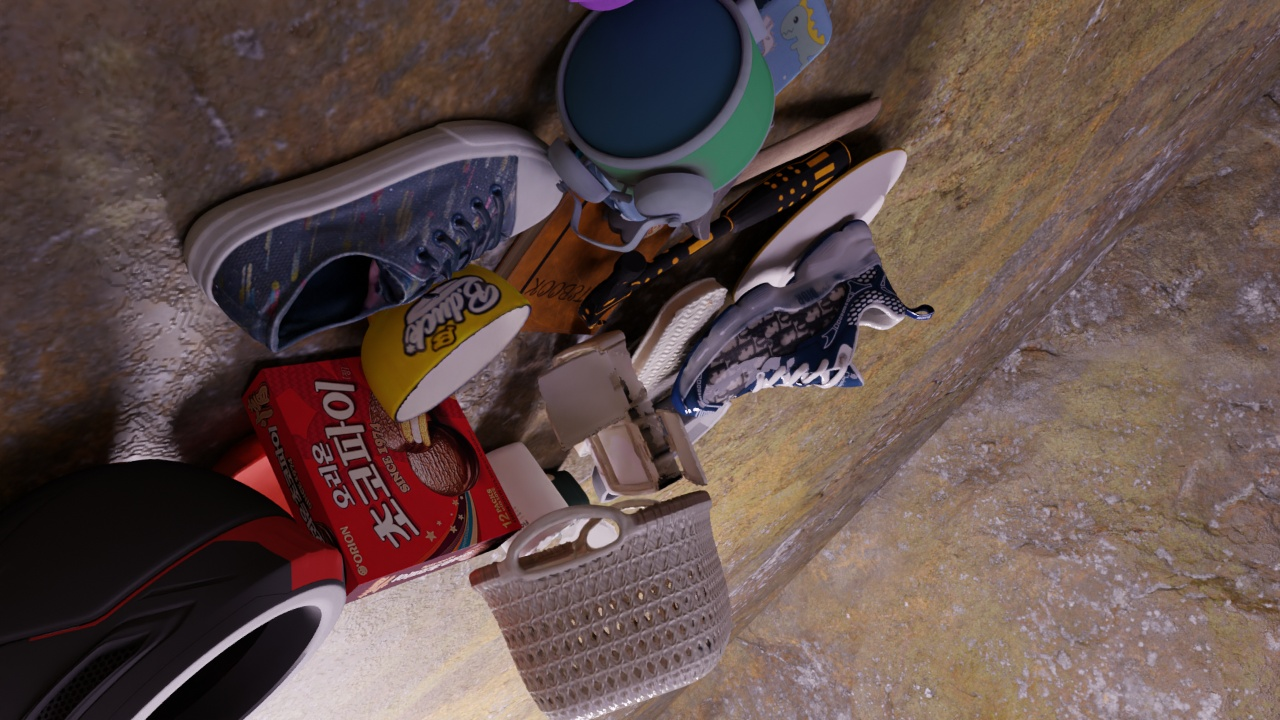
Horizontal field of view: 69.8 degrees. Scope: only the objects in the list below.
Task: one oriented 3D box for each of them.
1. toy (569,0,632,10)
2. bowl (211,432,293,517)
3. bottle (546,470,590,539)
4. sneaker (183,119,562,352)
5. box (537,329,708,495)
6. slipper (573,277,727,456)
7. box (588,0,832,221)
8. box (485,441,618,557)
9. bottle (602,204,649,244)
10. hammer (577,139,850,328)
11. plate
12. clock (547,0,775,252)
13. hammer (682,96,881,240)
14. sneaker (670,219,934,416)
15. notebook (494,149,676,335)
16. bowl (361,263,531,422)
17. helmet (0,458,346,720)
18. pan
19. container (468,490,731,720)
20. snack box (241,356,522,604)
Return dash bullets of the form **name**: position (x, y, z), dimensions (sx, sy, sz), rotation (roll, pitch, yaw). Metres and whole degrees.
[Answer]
- **toy**: position (-0.010, -0.224, 0.486), dimensions (0.088, 0.056, 0.106), rotation (-53, -171, 19)
- **bowl**: position (-0.262, 0.085, 0.656), dimensions (0.121, 0.035, 0.122), rotation (-34, 155, -18)
- **bottle**: position (-0.120, 0.163, 0.976), dimensions (0.131, 0.061, 0.061), rotation (-8, 142, -53)
- **sneaker**: position (-0.131, -0.073, 0.531), dimensions (0.234, 0.079, 0.088), rotation (-25, 152, -34)
- **box**: position (-0.028, 0.053, 0.766), dimensions (0.095, 0.145, 0.186), rotation (-24, -178, -10)
- **slipper**: position (-0.005, 0.005, 0.889), dimensions (0.114, 0.052, 0.264), rotation (-25, 159, -41)
- **box**: position (0.053, -0.181, 0.631), dimensions (0.209, 0.049, 0.066), rotation (-46, 153, -8)
- **box**: position (-0.093, 0.155, 0.893), dimensions (0.085, 0.162, 0.112), rotation (-40, 170, 17)
- **bottle**: position (0.022, -0.131, 0.677), dimensions (0.110, 0.036, 0.036), rotation (-41, 157, -2)
- **hammer**: position (0.073, -0.117, 0.790), dimensions (0.319, 0.036, 0.124), rotation (-34, 174, -31)
- **plate**: position (0.191, -0.129, 0.954), dimensions (0.229, 0.021, 0.230), rotation (-36, 166, -11)
- **clock**: position (0.008, -0.142, 0.552), dimensions (0.161, 0.122, 0.075), rotation (-67, 155, -4)
- **hammer**: position (0.128, -0.179, 0.746), dimensions (0.330, 0.031, 0.120), rotation (-37, 166, -49)
- **sneaker**: position (0.156, -0.014, 0.890), dimensions (0.269, 0.132, 0.103), rotation (-37, 168, -14)
- **notebook**: position (-0.018, -0.119, 0.707), dimensions (0.250, 0.014, 0.178), rotation (-51, 155, 21)
- **bowl**: position (-0.137, -0.022, 0.607), dimensions (0.117, 0.067, 0.117), rotation (-41, 176, -4)
- **helmet**: position (-0.309, 0.152, 0.530), dimensions (0.265, 0.170, 0.164), rotation (-47, 164, 5)
- **pan**: position (0.021, 0.106, 1.086), dimensions (0.178, 0.041, 0.357), rotation (-37, 167, -6)
- **container**: position (-0.016, 0.183, 0.729), dimensions (0.185, 0.142, 0.246), rotation (-22, 170, 7)
- **snack box**: position (-0.171, 0.071, 0.618), dimensions (0.132, 0.152, 0.036), rotation (-11, 155, -50)
